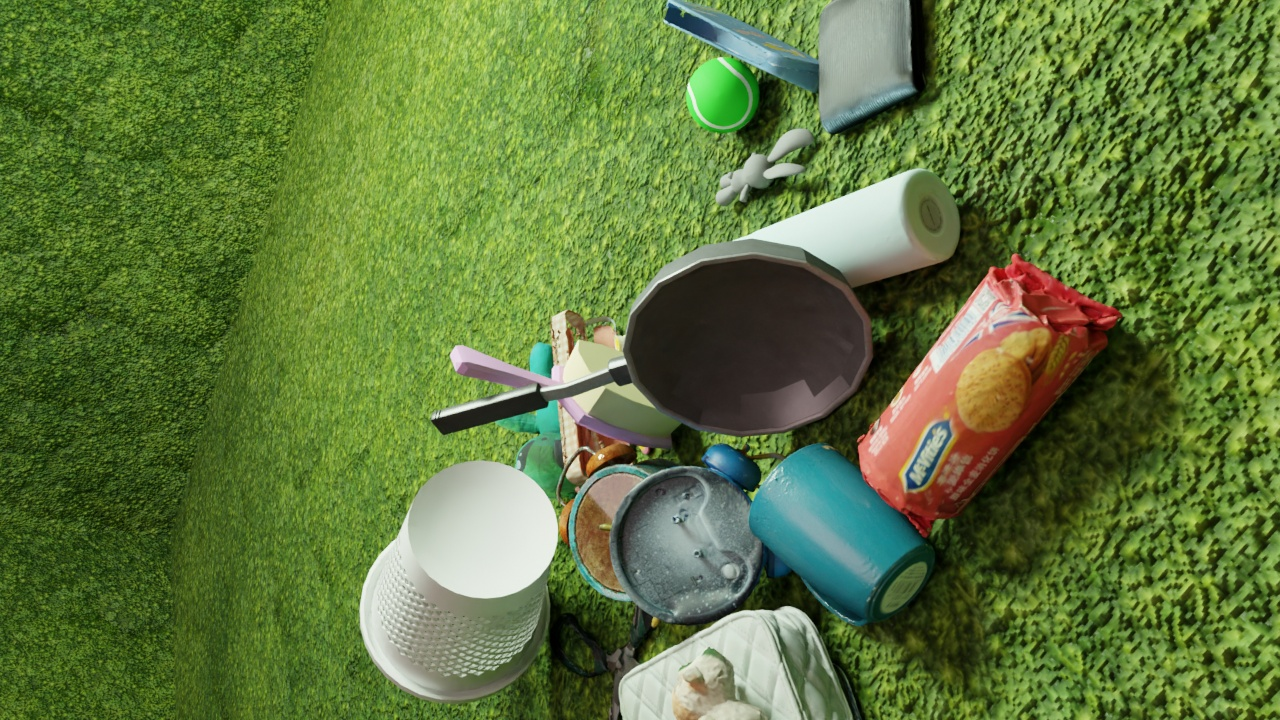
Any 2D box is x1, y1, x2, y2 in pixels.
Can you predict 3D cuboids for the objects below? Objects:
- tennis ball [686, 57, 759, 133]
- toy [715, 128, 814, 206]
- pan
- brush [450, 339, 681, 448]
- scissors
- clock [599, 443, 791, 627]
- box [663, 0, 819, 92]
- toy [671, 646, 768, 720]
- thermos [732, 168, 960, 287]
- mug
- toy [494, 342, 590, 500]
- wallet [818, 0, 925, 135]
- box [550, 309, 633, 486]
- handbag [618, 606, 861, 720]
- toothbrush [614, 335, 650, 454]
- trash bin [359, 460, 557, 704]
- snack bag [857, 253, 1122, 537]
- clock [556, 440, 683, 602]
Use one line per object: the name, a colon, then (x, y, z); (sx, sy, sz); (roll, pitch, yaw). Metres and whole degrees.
tennis ball: (0.074, -0.237, 0.820); (0.066, 0.065, 0.065); (-21, 64, 52)
toy: (0.103, -0.162, 0.790); (0.112, 0.030, 0.049); (-18, 52, 58)
pan: (-0.004, 0.004, 0.700); (0.358, 0.179, 0.041); (-15, 40, 19)
brush: (-0.055, 0.018, 0.796); (0.043, 0.228, 0.089); (-54, 40, 20)
scissors: (-0.028, 0.250, 0.881); (0.202, 0.015, 0.201); (6, 84, 56)
clock: (0.055, 0.131, 0.700); (0.161, 0.060, 0.116); (-28, 78, 7)
box: (0.089, -0.287, 0.813); (0.209, 0.065, 0.037); (49, 125, 50)
toy: (0.044, 0.241, 0.597); (0.074, 0.085, 0.105); (-21, 62, 26)
thermos: (0.134, -0.081, 0.689); (0.207, 0.065, 0.077); (-15, 40, 54)
mug: (0.138, 0.130, 0.623); (0.104, 0.084, 0.112); (41, 143, 41)
toy: (-0.088, 0.076, 0.970); (0.131, 0.072, 0.193); (-1, 77, 19)
wallet: (0.176, -0.241, 0.707); (0.089, 0.026, 0.115); (-17, 68, 51)
box: (-0.048, 0.038, 0.917); (0.049, 0.085, 0.187); (-30, 59, 42)
handbag: (0.073, 0.271, 0.677); (0.195, 0.072, 0.138); (-43, 57, 41)
toothbrush: (-0.008, 0.031, 0.909); (0.021, 0.016, 0.135); (-47, 45, 45)
trash bin: (-0.165, 0.203, 0.886); (0.200, 0.195, 0.195); (116, 147, -51)
snack bag: (0.202, 0.020, 0.557); (0.177, 0.082, 0.082); (-59, 39, 27)
clock: (-0.010, 0.137, 0.805); (0.158, 0.073, 0.121); (35, 105, 30)
